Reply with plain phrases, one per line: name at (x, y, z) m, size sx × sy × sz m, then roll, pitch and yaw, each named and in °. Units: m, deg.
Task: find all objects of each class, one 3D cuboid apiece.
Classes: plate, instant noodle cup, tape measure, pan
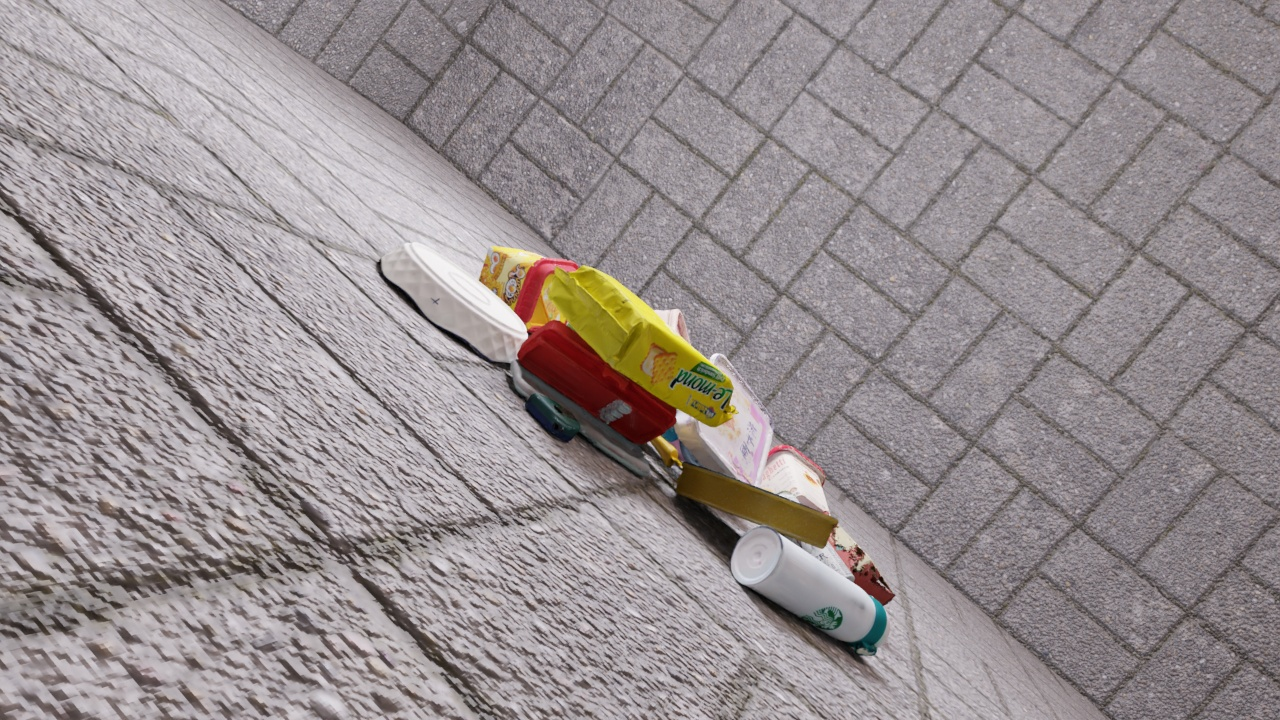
plate at (-0.214, -0.070, 1.091) m, size 0.205 × 0.045 × 0.205 m, roll 38°, pitch 5°, yaw -4°
instant noodle cup at (0.235, 0.217, 1.451) m, size 0.116 × 0.116 × 0.124 m, roll 37°, pitch 18°, yaw -23°
tape measure at (-0.088, 0.060, 0.965) m, size 0.058 × 0.025 × 0.054 m, roll 43°, pitch 8°, yaw 30°
instant noodle cup at (0.110, 0.090, 1.259) m, size 0.060 × 0.137 × 0.173 m, roll -9°, pitch -44°, yaw 35°
pan at (0.076, 0.136, 1.142) m, size 0.358 × 0.078 × 0.197 m, roll 18°, pitch -8°, yaw 28°
instant noodle cup at (-0.170, -0.112, 1.370) m, size 0.124 × 0.116 × 0.115 m, roll 29°, pitch 16°, yaw 29°

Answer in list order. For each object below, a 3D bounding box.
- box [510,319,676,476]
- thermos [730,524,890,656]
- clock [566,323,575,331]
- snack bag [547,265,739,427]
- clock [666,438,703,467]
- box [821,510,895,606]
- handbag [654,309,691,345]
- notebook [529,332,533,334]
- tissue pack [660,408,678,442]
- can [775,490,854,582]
box at (-0.058, 0.056, 1.049) m, size 0.201 × 0.095 × 0.097 m, roll 37°, pitch 41°, yaw -24°
thermos at (0.196, 0.261, 1.015) m, size 0.224 × 0.073 × 0.073 m, roll 36°, pitch 6°, yaw -31°
clock at (-0.062, -0.025, 1.276) m, size 0.056 × 0.116 × 0.161 m, roll 34°, pitch 21°, yaw 12°
snack bag at (0.011, -0.016, 1.075) m, size 0.246 × 0.068 × 0.158 m, roll 34°, pitch 9°, yaw -46°
clock at (0.106, 0.115, 1.356) m, size 0.158 × 0.117 × 0.060 m, roll 37°, pitch -13°, yaw -26°
box at (0.294, 0.284, 1.316) m, size 0.091 × 0.077 × 0.168 m, roll 54°, pitch -1°, yaw -20°
handbag at (0.064, 0.050, 1.499) m, size 0.234 × 0.093 × 0.192 m, roll 56°, pitch 25°, yaw -32°
notebook at (-0.074, 0.031, 1.390) m, size 0.211 × 0.012 × 0.149 m, roll 43°, pitch 5°, yaw 38°
tissue pack at (0.004, 0.053, 1.251) m, size 0.090 × 0.063 × 0.140 m, roll 20°, pitch -17°, yaw 37°
can at (0.213, 0.241, 1.192) m, size 0.058 × 0.058 × 0.146 m, roll 32°, pitch 20°, yaw -54°
